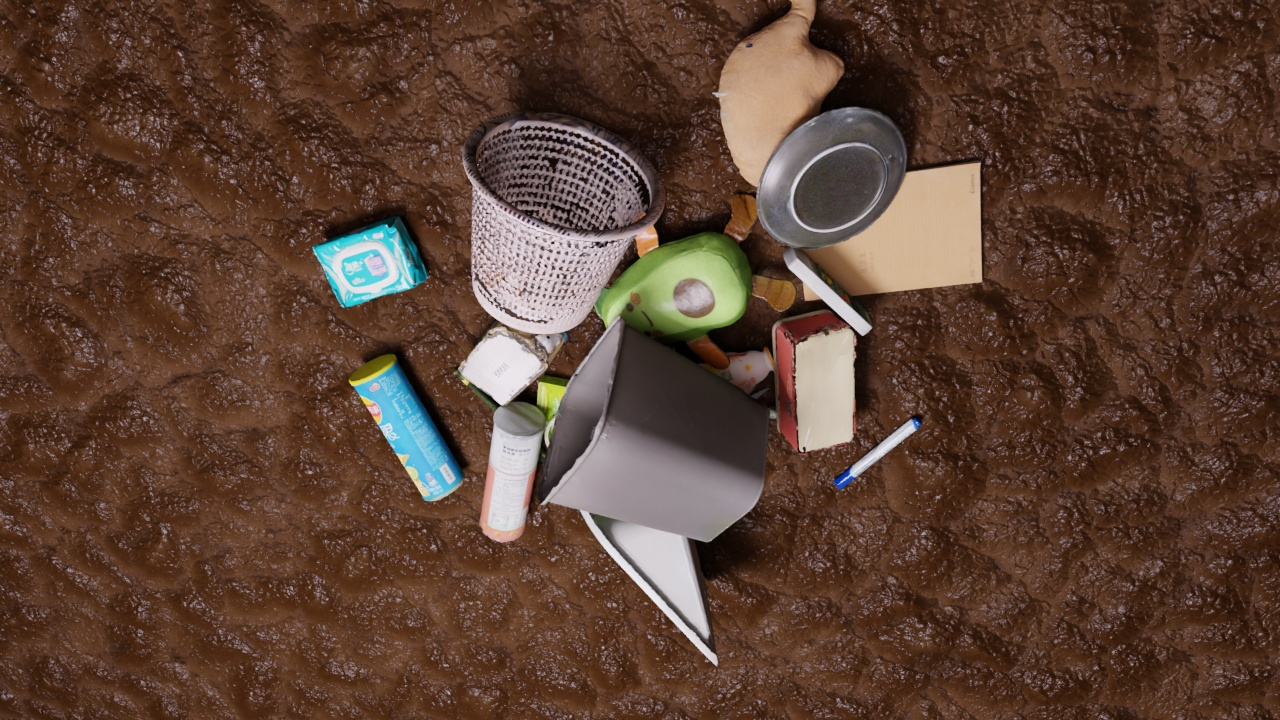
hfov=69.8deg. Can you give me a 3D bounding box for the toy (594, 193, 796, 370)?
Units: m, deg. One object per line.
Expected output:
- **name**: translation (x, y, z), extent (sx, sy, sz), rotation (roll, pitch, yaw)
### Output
- **toy**: translation (0.057, -0.088, 1.122), extent (0.247, 0.089, 0.227), rotation (-25, 101, 17)

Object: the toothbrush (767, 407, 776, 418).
- **toothbrush**: translation (0.089, 0.054, 1.224), extent (0.189, 0.020, 0.029), rotation (11, 155, 8)

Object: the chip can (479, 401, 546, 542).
- **chip can**: translation (-0.182, 0.161, 1.292), extent (0.071, 0.071, 0.215), rotation (16, 127, 2)

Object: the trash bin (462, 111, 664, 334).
- **trash bin**: translation (-0.107, -0.146, 1.065), extent (0.227, 0.226, 0.193), rotation (22, 133, -1)

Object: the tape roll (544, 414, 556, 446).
- **tape roll**: translation (-0.089, 0.106, 1.264), extent (0.086, 0.013, 0.086), rotation (5, 120, 8)

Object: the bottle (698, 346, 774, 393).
- **bottle**: translation (0.120, 0.019, 1.182), extent (0.108, 0.063, 0.063), rotation (-23, 112, 5)

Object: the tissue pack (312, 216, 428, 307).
- **tissue pack**: translation (-0.353, -0.127, 1.199), extent (0.134, 0.050, 0.093), rotation (-14, 115, 18)

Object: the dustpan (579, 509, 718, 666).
- **dustpan**: translation (0.003, 0.257, 1.248), extent (0.143, 0.222, 0.258), rotation (-12, 104, 3)

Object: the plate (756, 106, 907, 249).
- **plate**: translation (0.216, -0.193, 1.014), extent (0.179, 0.024, 0.180), rotation (-9, 132, -11)

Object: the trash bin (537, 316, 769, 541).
- **trash bin**: translation (0.019, 0.097, 1.099), extent (0.219, 0.198, 0.199), rotation (23, 140, -15)

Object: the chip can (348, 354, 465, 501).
- **chip can**: translation (-0.328, 0.097, 1.302), extent (0.071, 0.071, 0.210), rotation (-17, 114, 18)

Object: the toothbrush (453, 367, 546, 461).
- **toothbrush**: translation (-0.197, 0.078, 1.301), extent (0.017, 0.012, 0.186), rotation (-34, 108, 35)

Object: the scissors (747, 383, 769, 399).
- **scissors**: translation (0.095, 0.080, 1.247), extent (0.146, 0.014, 0.172), rotation (11, 118, 3)

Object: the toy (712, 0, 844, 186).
- **toy**: translation (0.151, -0.298, 1.002), extent (0.143, 0.082, 0.226), rotation (-13, 114, -6)

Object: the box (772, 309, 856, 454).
- **box**: translation (0.223, 0.031, 1.144), extent (0.091, 0.080, 0.168), rotation (-13, 118, -12)

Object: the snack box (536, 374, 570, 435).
- **snack box**: translation (-0.066, 0.075, 1.266), extent (0.156, 0.026, 0.086), rotation (11, 119, 4)

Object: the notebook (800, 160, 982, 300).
- **notebook**: translation (0.294, -0.149, 1.090), extent (0.212, 0.012, 0.150), rotation (-6, 118, 13)

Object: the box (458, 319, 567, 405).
- **box**: translation (-0.170, -0.005, 1.188), extent (0.090, 0.061, 0.185), rotation (39, 148, -12)

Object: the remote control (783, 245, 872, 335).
- **remote control**: translation (0.224, -0.087, 1.098), extent (0.135, 0.056, 0.019), rotation (40, 113, -16)

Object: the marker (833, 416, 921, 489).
- **marker**: translation (0.316, 0.124, 1.227), extent (0.017, 0.016, 0.146), rotation (39, 118, -11)

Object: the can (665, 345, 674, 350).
- **can**: translation (-0.007, 0.007, 1.196), extent (0.094, 0.066, 0.067), rotation (11, 119, 5)
